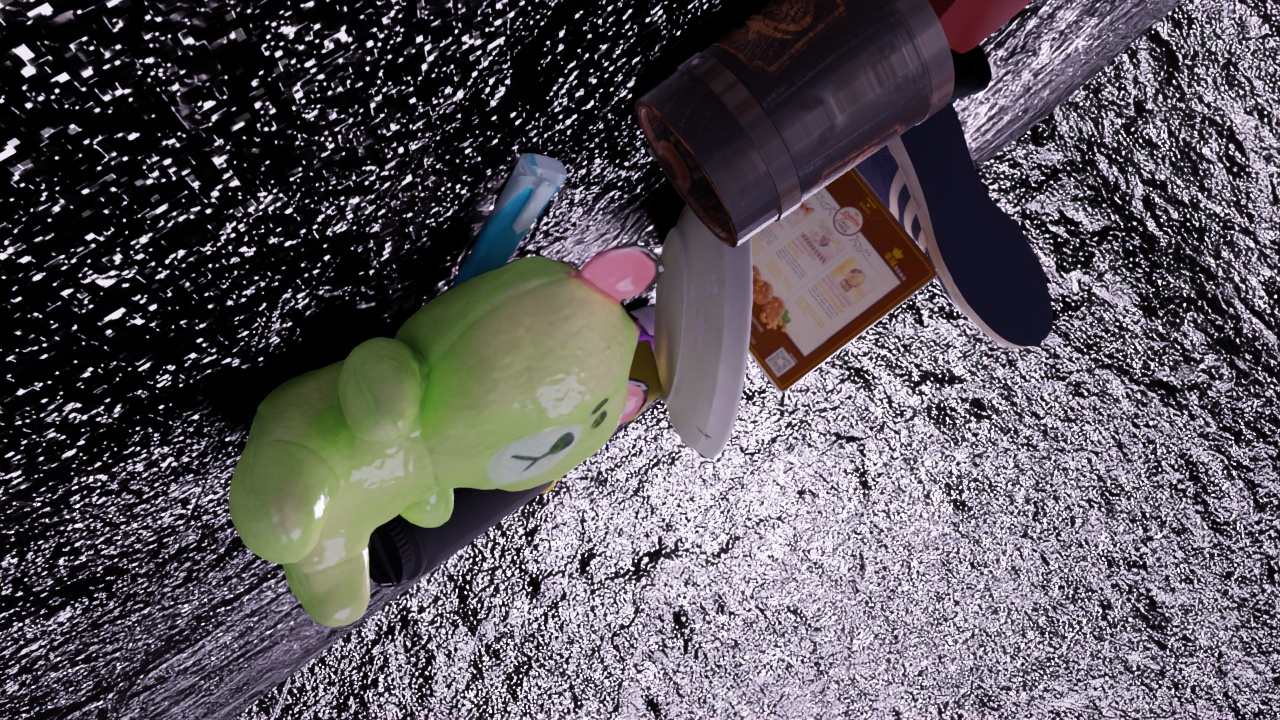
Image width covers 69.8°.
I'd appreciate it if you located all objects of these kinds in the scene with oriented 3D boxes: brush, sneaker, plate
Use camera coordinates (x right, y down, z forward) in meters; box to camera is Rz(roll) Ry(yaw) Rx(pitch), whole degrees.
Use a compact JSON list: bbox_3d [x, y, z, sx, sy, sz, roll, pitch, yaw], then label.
[{"bbox_3d":[0.182,-0.211,0.483,0.082,0.042,0.173,-40,174,29],"label":"brush"},{"bbox_3d":[0.229,-0.102,0.754,0.091,0.233,0.119,-23,175,-24],"label":"sneaker"},{"bbox_3d":[0.034,-0.028,0.598,0.034,0.182,0.182,2,167,-8],"label":"plate"}]

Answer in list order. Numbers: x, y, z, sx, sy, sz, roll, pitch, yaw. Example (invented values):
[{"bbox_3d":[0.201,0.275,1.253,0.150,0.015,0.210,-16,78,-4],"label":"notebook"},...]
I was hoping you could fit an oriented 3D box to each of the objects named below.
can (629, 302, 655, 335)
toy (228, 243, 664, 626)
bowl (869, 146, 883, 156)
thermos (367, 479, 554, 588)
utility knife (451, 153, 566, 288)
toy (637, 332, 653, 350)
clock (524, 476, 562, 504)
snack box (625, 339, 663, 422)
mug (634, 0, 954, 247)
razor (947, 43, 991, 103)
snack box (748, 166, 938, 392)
[{"bbox_3d":[0.009,-0.024,0.872,0.055,0.055,0.101,-40,174,25],"label":"can"},{"bbox_3d":[-0.087,0.023,0.415,0.196,0.107,0.150,-36,153,-21],"label":"toy"},{"bbox_3d":[0.131,-0.154,0.558,0.121,0.056,0.121,-37,174,-4],"label":"bowl"},{"bbox_3d":[-0.170,0.120,0.787,0.198,0.086,0.086,-31,172,-46],"label":"thermos"},{"bbox_3d":[-0.076,-0.041,0.422,0.022,0.015,0.167,-3,157,-33],"label":"utility knife"},{"bbox_3d":[-0.004,0.004,0.788,0.088,0.055,0.106,3,157,-12],"label":"toy"},{"bbox_3d":[-0.105,0.093,0.919,0.083,0.057,0.118,-15,-137,53],"label":"clock"},{"bbox_3d":[-0.082,0.035,0.628,0.180,0.045,0.121,-14,171,-10],"label":"snack box"},{"bbox_3d":[0.058,-0.114,0.404,0.107,0.080,0.116,-36,-159,-2],"label":"mug"},{"bbox_3d":[0.193,-0.196,0.668,0.151,0.054,0.067,-30,-179,-17],"label":"razor"},{"bbox_3d":[0.121,-0.075,0.695,0.147,0.143,0.041,-38,175,5],"label":"snack box"}]
